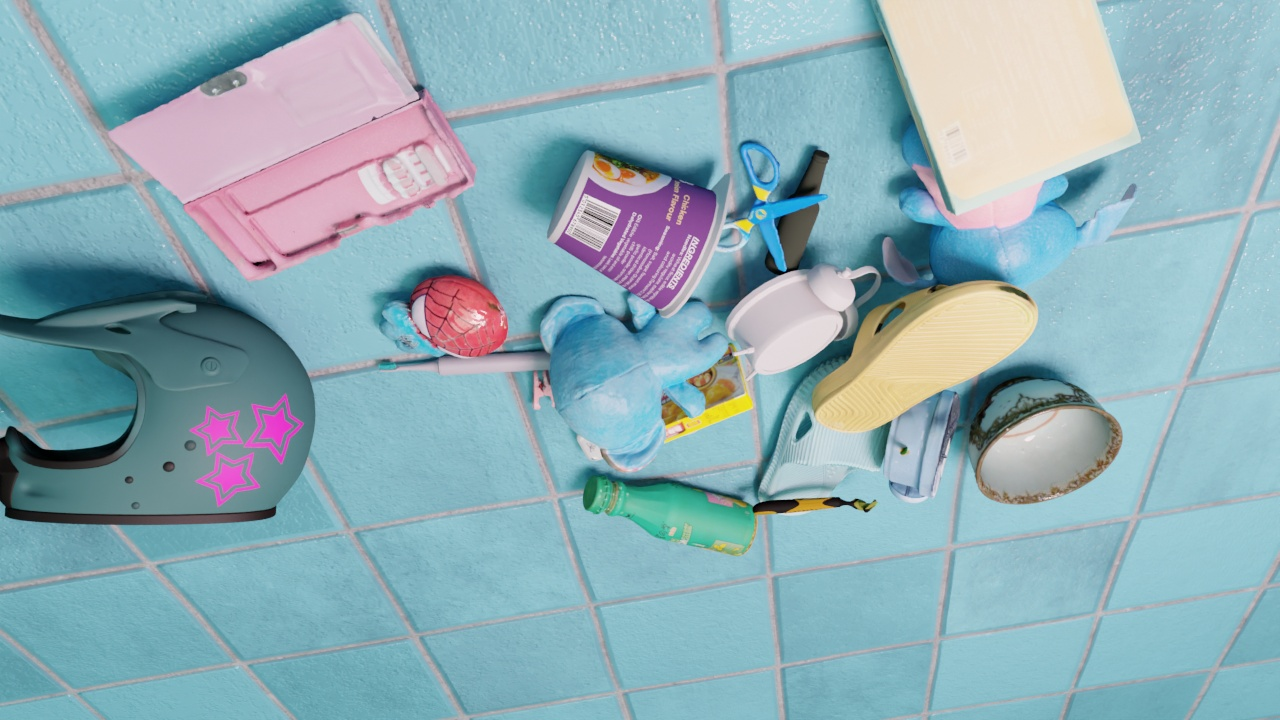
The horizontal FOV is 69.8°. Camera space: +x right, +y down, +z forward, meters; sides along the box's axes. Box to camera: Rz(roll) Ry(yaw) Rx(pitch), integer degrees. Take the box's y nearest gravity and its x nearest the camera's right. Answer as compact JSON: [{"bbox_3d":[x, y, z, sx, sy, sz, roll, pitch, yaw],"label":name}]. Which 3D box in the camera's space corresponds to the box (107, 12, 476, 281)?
[{"bbox_3d":[-0.275,-0.170,0.746,0.233,0.040,0.179,-19,136,11],"label":"box"}]

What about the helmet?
[{"bbox_3d":[-0.431,0.035,0.811,0.274,0.200,0.177,4,178,-29],"label":"helmet"}]

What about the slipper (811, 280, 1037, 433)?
[{"bbox_3d":[0.255,-0.014,0.878,0.099,0.078,0.264,18,144,-18],"label":"slipper"}]

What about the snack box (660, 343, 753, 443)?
[{"bbox_3d":[0.038,0.043,0.957,0.152,0.075,0.025,-23,133,14],"label":"snack box"}]

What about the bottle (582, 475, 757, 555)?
[{"bbox_3d":[0.035,0.179,1.087,0.209,0.068,0.068,17,128,-21],"label":"bottle"}]

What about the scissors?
[{"bbox_3d":[0.107,-0.134,0.824,0.127,0.013,0.125,-10,117,32],"label":"scissors"}]

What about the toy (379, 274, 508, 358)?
[{"bbox_3d":[-0.189,-0.036,0.869,0.133,0.062,0.092,-16,126,23],"label":"toy"}]

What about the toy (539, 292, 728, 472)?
[{"bbox_3d":[-0.005,0.005,0.910,0.180,0.183,0.115,-28,177,-10],"label":"toy"}]

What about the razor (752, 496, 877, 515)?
[{"bbox_3d":[0.202,0.170,1.067,0.144,0.021,0.044,-6,168,13],"label":"razor"}]

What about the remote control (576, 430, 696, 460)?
[{"bbox_3d":[-0.003,0.075,1.017,0.133,0.022,0.050,-17,132,8],"label":"remote control"}]

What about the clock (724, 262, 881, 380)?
[{"bbox_3d":[0.157,-0.046,0.884,0.159,0.061,0.120,-30,156,5],"label":"clock"}]

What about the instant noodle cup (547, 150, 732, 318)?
[{"bbox_3d":[-0.005,-0.123,0.786,0.122,0.122,0.137,23,99,-14],"label":"instant noodle cup"}]

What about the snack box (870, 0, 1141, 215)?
[{"bbox_3d":[0.274,-0.227,0.697,0.142,0.044,0.193,-22,100,13],"label":"snack box"}]

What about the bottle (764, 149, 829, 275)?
[{"bbox_3d":[0.145,-0.134,0.836,0.033,0.033,0.123,5,131,-12],"label":"bottle"}]

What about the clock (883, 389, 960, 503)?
[{"bbox_3d":[0.307,0.093,1.001,0.060,0.117,0.162,13,154,22],"label":"clock"}]

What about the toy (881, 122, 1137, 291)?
[{"bbox_3d":[0.321,-0.137,0.806,0.224,0.098,0.191,-12,133,17],"label":"toy"}]

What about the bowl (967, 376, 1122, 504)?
[{"bbox_3d":[0.435,0.075,1.023,0.160,0.093,0.160,-4,133,-4],"label":"bowl"}]

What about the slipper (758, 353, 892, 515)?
[{"bbox_3d":[0.210,0.101,1.039,0.116,0.069,0.277,9,132,-11],"label":"slipper"}]

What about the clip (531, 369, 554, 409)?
[{"bbox_3d":[-0.097,0.031,0.967,0.045,0.023,0.060,8,133,-21],"label":"clip"}]

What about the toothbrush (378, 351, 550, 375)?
[{"bbox_3d":[-0.171,0.004,0.933,0.188,0.018,0.019,-3,131,-4],"label":"toothbrush"}]
